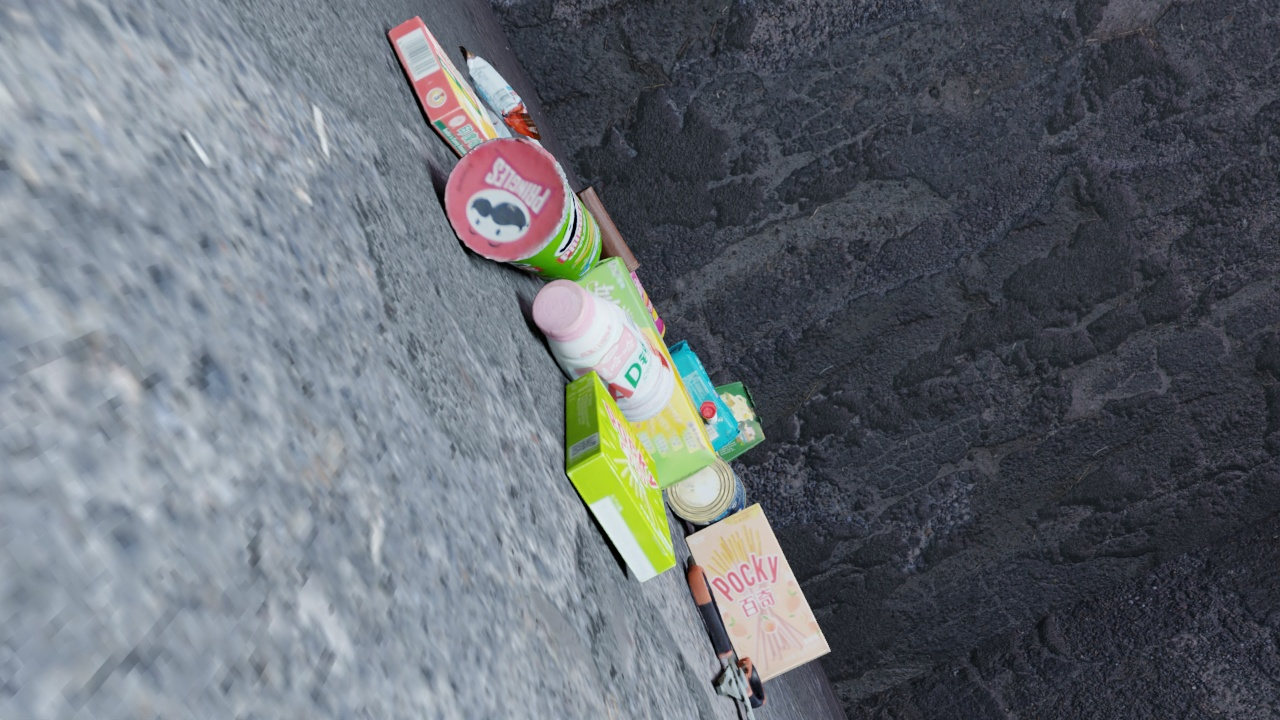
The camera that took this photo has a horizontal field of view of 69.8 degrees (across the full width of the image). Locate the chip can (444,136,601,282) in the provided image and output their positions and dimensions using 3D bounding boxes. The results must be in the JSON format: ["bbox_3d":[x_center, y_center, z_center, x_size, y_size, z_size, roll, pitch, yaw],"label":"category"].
[{"bbox_3d":[-0.071,-0.095,0.640,0.072,0.072,0.236,64,3,0],"label":"chip can"}]

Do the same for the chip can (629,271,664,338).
[{"bbox_3d":[-0.039,-0.102,1.156,0.211,0.071,0.071,61,5,-39],"label":"chip can"}]

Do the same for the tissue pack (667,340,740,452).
[{"bbox_3d":[0.047,0.054,1.060,0.133,0.093,0.050,59,14,4],"label":"tissue pack"}]

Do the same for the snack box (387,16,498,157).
[{"bbox_3d":[-0.135,-0.184,0.691,0.077,0.027,0.156,63,3,11],"label":"snack box"}]

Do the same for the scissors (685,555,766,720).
[{"bbox_3d":[0.078,0.257,0.759,0.225,0.015,0.189,-110,173,-52],"label":"scissors"}]

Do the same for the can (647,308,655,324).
[{"bbox_3d":[-0.015,-0.035,1.065,0.066,0.066,0.093,63,3,-8],"label":"can"}]

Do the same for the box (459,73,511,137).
[{"bbox_3d":[-0.121,-0.183,0.873,0.158,0.039,0.201,52,3,6],"label":"box"}]

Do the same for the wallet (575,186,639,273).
[{"bbox_3d":[-0.060,-0.132,0.995,0.125,0.032,0.101,-3,-61,61],"label":"wallet"}]

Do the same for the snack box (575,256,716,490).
[{"bbox_3d":[-0.005,0.005,0.884,0.210,0.070,0.157,64,3,-6],"label":"snack box"}]

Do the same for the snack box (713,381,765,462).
[{"bbox_3d":[0.088,0.086,1.156,0.118,0.105,0.118,131,-62,-77],"label":"snack box"}]

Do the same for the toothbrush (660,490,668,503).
[{"bbox_3d":[0.001,0.106,0.707,0.014,0.017,0.189,61,4,14],"label":"toothbrush"}]

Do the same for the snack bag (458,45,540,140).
[{"bbox_3d":[-0.131,-0.245,0.846,0.104,0.026,0.048,52,-5,20],"label":"snack bag"}]

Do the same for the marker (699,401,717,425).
[{"bbox_3d":[0.072,0.056,0.953,0.017,0.017,0.145,64,1,9],"label":"marker"}]

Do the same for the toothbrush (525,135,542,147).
[{"bbox_3d":[-0.097,-0.194,0.862,0.180,0.016,0.016,55,8,17],"label":"toothbrush"}]

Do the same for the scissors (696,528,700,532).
[{"bbox_3d":[0.067,0.187,1.114,0.174,0.012,0.162,62,2,-25],"label":"scissors"}]

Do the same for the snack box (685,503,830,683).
[{"bbox_3d":[0.113,0.229,0.904,0.157,0.084,0.026,65,7,23],"label":"snack box"}]

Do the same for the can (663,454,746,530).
[{"bbox_3d":[0.070,0.140,0.974,0.075,0.075,0.111,65,4,19],"label":"can"}]

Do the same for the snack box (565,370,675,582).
[{"bbox_3d":[-0.016,0.068,0.590,0.086,0.026,0.156,58,5,-16],"label":"snack box"}]

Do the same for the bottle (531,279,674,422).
[{"bbox_3d":[-0.028,-0.006,0.701,0.068,0.068,0.197,65,8,23],"label":"bottle"}]
